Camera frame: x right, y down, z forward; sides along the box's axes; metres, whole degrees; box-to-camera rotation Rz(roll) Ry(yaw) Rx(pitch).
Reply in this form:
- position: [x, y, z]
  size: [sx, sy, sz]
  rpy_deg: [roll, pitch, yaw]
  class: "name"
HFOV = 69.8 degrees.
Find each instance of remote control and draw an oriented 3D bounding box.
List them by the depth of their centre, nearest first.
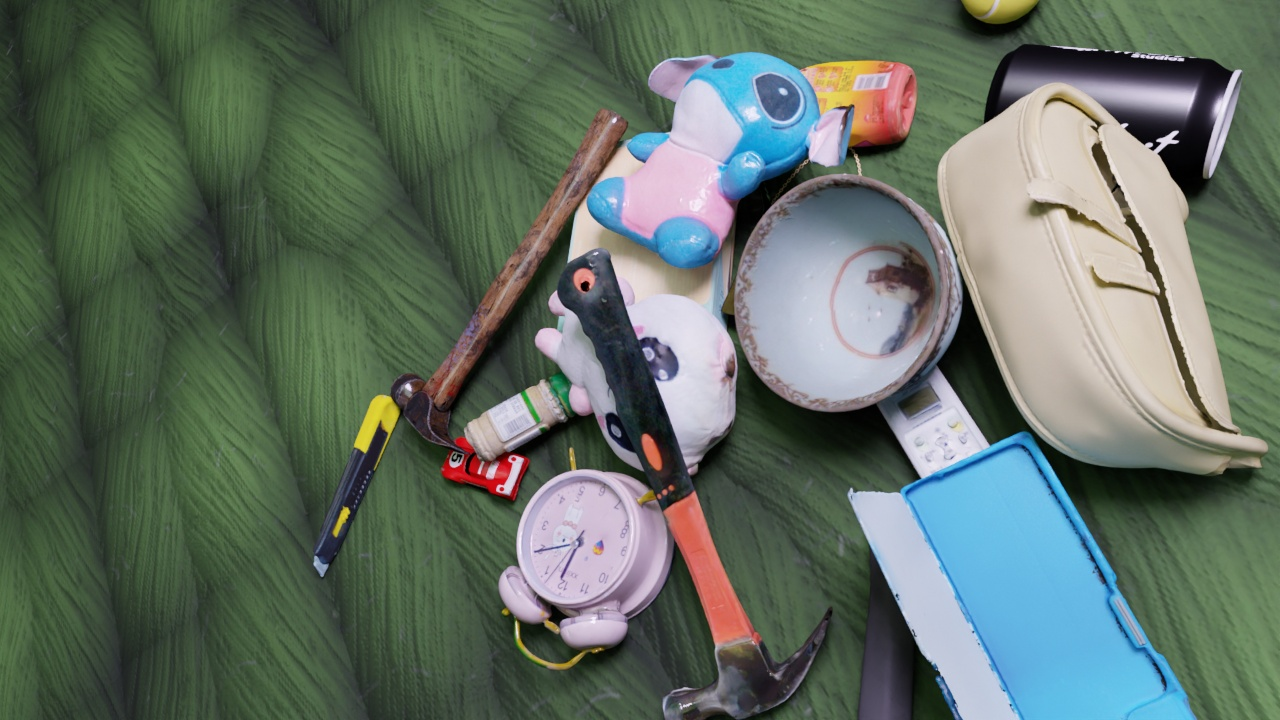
- position: [0.210, 0.061, 0.629]
  size: [0.050, 0.022, 0.133]
  rpy_deg: [-32, 58, 13]
  class: "remote control"

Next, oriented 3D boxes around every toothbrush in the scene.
- position: [0.104, -0.142, 0.765]
  size: [0.017, 0.014, 0.187]
  rpy_deg: [-9, 54, 7]
  class: "toothbrush"

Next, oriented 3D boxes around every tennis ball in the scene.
- position: [0.285, -0.300, 0.723]
  size: [0.065, 0.065, 0.065]
  rpy_deg: [-11, 64, 23]
  class: "tennis ball"

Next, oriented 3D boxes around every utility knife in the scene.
- position: [-0.265, 0.115, 0.848]
  size: [0.020, 0.028, 0.173]
  rpy_deg: [11, 76, 36]
  class: "utility knife"

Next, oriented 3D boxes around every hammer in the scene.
- position: [0.148, 0.240, 0.574]
  size: [0.125, 0.029, 0.310]
  rpy_deg: [3, 68, 18]
  class: "hammer"
- position: [0.020, 0.082, 0.630]
  size: [0.133, 0.033, 0.333]
  rpy_deg: [-24, 87, 17]
  class: "hammer"
- position: [-0.105, -0.074, 0.810]
  size: [0.120, 0.033, 0.330]
  rpy_deg: [36, 95, 43]
  class: "hammer"

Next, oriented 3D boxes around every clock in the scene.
- position: [-0.045, 0.155, 0.698]
  size: [0.117, 0.059, 0.157]
  rpy_deg: [18, 78, 32]
  class: "clock"

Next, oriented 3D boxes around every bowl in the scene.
- position: [0.156, -0.044, 0.639]
  size: [0.160, 0.093, 0.160]
  rpy_deg: [-1, 88, 43]
  class: "bowl"

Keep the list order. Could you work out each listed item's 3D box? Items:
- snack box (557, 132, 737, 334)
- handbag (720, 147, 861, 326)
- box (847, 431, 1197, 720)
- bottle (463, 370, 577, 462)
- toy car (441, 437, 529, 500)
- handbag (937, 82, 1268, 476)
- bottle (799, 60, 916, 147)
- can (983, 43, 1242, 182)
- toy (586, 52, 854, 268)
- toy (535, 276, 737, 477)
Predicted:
- position: [0.009, -0.106, 0.793]
  size: [0.142, 0.044, 0.193]
  rpy_deg: [-4, 67, 25]
  class: "snack box"
- position: [0.132, -0.103, 0.746]
  size: [0.084, 0.027, 0.177]
  rpy_deg: [13, 70, 33]
  class: "handbag"
- position: [0.223, 0.163, 0.508]
  size: [0.114, 0.113, 0.243]
  rpy_deg: [-29, 66, 14]
  class: "box"
- position: [-0.092, 0.045, 0.766]
  size: [0.110, 0.043, 0.042]
  rpy_deg: [-29, 57, -3]
  class: "bottle"
- position: [-0.135, 0.092, 0.792]
  size: [0.090, 0.025, 0.038]
  rpy_deg: [13, 75, 31]
  class: "toy car"
- position: [0.285, -0.048, 0.555]
  size: [0.089, 0.190, 0.232]
  rpy_deg: [134, 139, -59]
  class: "handbag"
- position: [0.156, -0.213, 0.762]
  size: [0.134, 0.048, 0.071]
  rpy_deg: [9, 72, 30]
  class: "bottle"
- position: [0.324, -0.173, 0.638]
  size: [0.146, 0.080, 0.080]
  rpy_deg: [18, 78, 32]
  class: "can"
- position: [0.063, -0.155, 0.708]
  size: [0.191, 0.099, 0.224]
  rpy_deg: [-51, 45, -2]
  class: "toy"
- position: [-0.004, 0.004, 0.706]
  size: [0.180, 0.101, 0.139]
  rpy_deg: [29, 114, 20]
  class: "toy"
